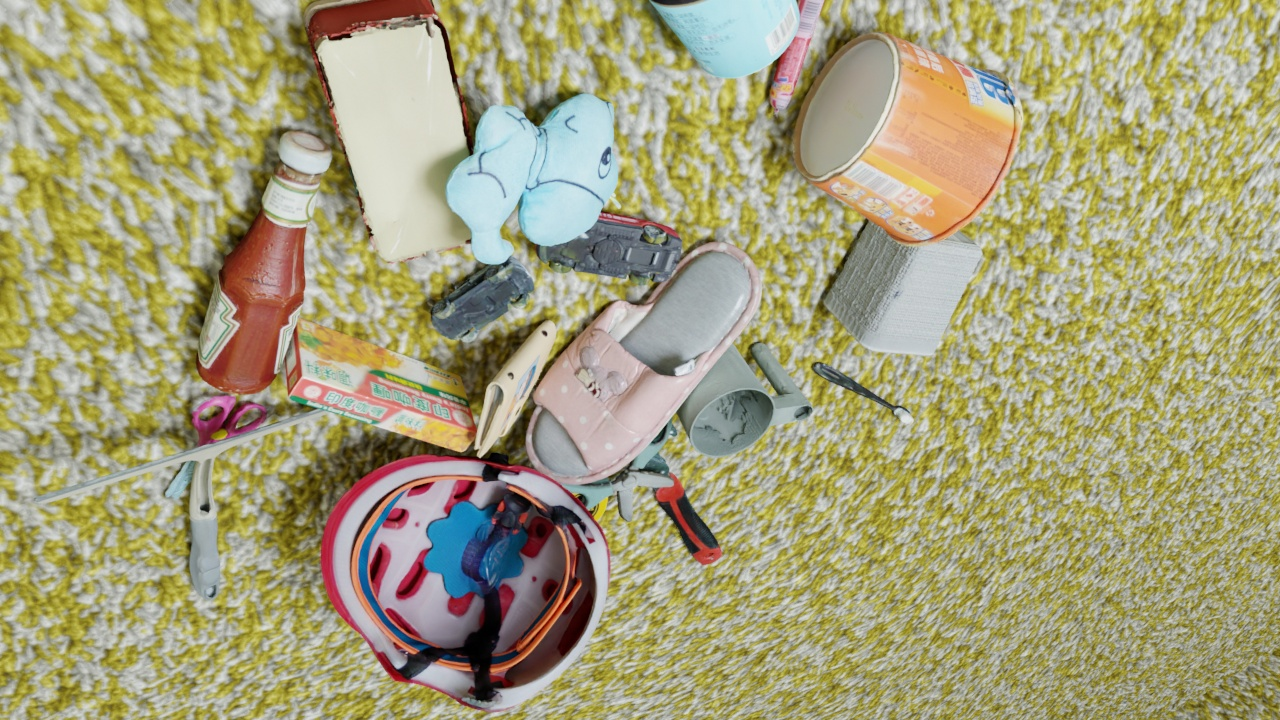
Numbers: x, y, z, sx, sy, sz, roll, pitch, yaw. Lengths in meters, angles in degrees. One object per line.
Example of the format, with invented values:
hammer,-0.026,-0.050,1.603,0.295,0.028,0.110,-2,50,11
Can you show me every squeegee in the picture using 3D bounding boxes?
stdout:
squeegee,-0.376,0.132,0.795,0.245,0.039,0.247,-20,149,-39

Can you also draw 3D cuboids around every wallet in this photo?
wallet,-0.109,0.025,0.782,0.024,0.114,0.087,22,123,4

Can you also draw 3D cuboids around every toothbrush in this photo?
toothbrush,0.247,0.037,1.010,0.181,0.018,0.016,26,118,-36

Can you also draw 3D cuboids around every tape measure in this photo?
tape measure,-0.065,0.144,0.951,0.060,0.029,0.057,2,109,-24

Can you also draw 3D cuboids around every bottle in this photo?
bottle,-0.268,-0.067,0.661,0.059,0.059,0.206,12,122,-32

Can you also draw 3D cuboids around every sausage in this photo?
sausage,0.124,-0.258,0.695,0.020,0.020,0.156,-1,129,-23

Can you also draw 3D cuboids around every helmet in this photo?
helmet,-0.150,0.179,0.821,0.240,0.144,0.207,27,89,-2

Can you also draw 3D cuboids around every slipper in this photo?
slipper,-0.005,0.005,0.808,0.275,0.114,0.054,-44,159,13

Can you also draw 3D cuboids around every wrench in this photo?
wrench,0.043,0.156,1.023,0.056,0.016,0.274,-25,134,-1

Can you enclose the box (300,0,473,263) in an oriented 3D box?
box,-0.162,-0.151,0.618,0.091,0.079,0.169,-16,133,-12

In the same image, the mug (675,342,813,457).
mug,0.085,0.024,0.864,0.123,0.103,0.084,-7,131,-20

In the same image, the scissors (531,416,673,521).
scissors,-0.036,0.092,0.908,0.173,0.019,0.170,2,114,-23

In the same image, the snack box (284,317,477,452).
snack box,-0.211,0.022,0.749,0.155,0.077,0.027,24,116,-37

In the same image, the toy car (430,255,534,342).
toy car,-0.131,-0.051,0.751,0.091,0.034,0.043,-34,137,9

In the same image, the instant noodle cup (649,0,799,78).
instant noodle cup,0.050,-0.257,0.612,0.111,0.111,0.120,-36,143,8

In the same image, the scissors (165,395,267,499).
scissors,-0.364,0.077,0.774,0.063,0.017,0.135,11,129,-46

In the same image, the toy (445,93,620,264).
toy,-0.066,-0.131,0.657,0.156,0.050,0.161,37,73,-56

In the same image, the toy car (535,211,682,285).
toy car,-0.027,-0.096,0.751,0.120,0.045,0.053,7,123,-21

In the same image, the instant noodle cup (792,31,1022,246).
instant noodle cup,0.199,-0.177,0.718,0.111,0.151,0.152,17,120,-25

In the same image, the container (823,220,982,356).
container,0.247,-0.077,0.861,0.090,0.090,0.114,4,123,-28
